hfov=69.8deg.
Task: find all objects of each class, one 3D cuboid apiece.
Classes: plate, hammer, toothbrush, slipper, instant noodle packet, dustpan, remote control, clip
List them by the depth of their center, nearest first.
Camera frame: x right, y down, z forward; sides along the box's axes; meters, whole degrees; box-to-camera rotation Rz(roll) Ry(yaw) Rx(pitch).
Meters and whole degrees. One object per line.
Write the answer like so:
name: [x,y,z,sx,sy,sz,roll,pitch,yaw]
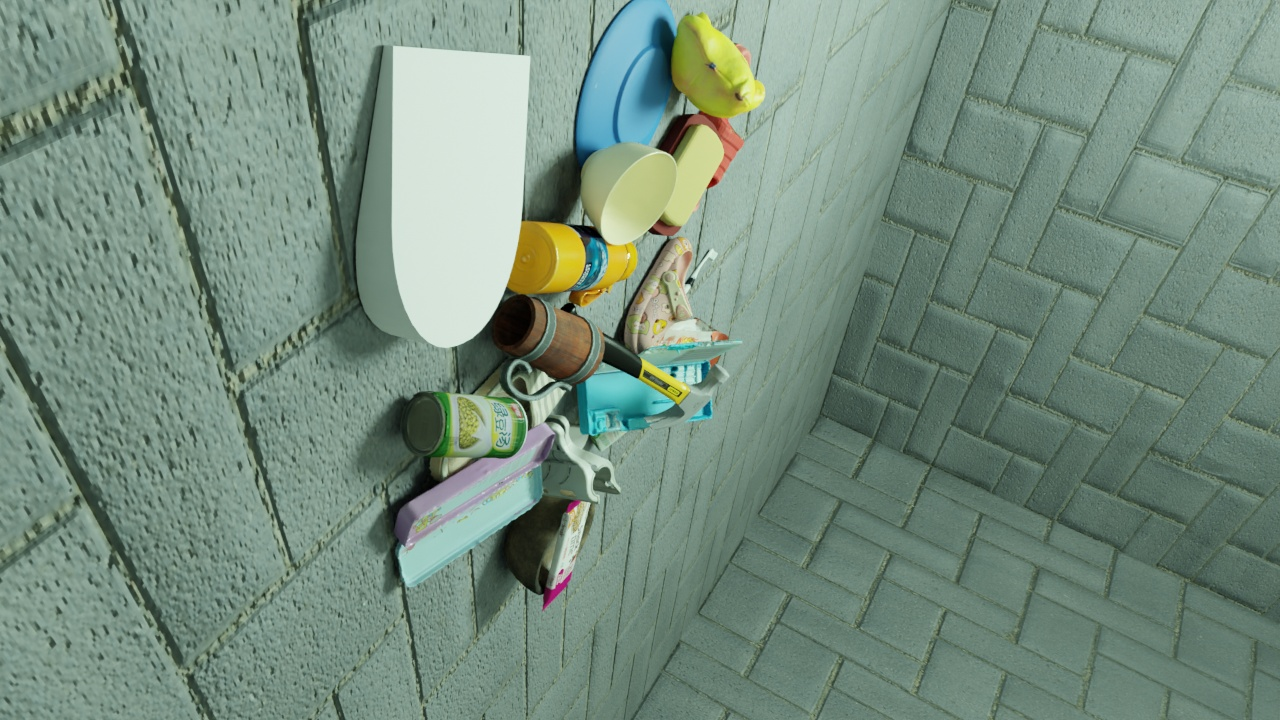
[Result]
dustpan: [-0.179,-0.142,0.818,0.191,0.053,0.258,-30,130,-60]
plate: [-0.005,-0.308,1.070,0.223,0.024,0.225,-53,158,-32]
slipper: [-0.152,0.053,1.095,0.271,0.054,0.115,-44,147,-46]
hammer: [-0.007,0.007,1.216,0.127,0.029,0.323,-49,138,9]
clip: [-0.110,0.145,1.227,0.152,0.127,0.105,55,49,-44]
slipper: [0.118,-0.330,1.330,0.103,0.059,0.249,-8,120,-69]
remote control: [-0.108,0.115,1.348,0.043,0.013,0.136,-65,162,1]
slipper: [0.043,-0.092,1.393,0.197,0.081,0.093,-65,161,-5]
toothbrush: [0.082,-0.124,1.557,0.186,0.017,0.012,-55,171,-27]
instant noodle packet: [0.037,0.013,1.559,0.220,0.084,0.164,-3,122,-57]

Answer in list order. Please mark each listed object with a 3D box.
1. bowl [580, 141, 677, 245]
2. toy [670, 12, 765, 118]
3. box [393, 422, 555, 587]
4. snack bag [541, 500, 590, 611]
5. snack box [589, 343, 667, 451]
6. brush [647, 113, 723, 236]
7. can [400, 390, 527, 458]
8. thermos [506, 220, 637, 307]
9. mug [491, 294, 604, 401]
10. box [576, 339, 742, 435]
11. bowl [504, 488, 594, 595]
bowl: [-0.026,-0.200,1.036,0.117,0.074,0.118,-38,152,-24]
toy: [0.085,-0.353,1.124,0.087,0.134,0.193,-35,-174,15]
box: [-0.193,0.167,1.075,0.213,0.041,0.152,-31,147,-37]
snack bag: [-0.105,0.271,1.322,0.070,0.016,0.197,-38,147,-57]
snack box: [-0.013,0.060,1.432,0.168,0.027,0.132,-38,155,-12]
brush: [0.056,-0.249,1.232,0.082,0.042,0.173,40,73,-40]
can: [-0.180,0.068,0.953,0.120,0.067,0.067,8,106,-53]
thermos: [-0.080,-0.112,1.047,0.092,0.076,0.232,-45,169,20]
mug: [-0.109,-0.008,1.030,0.111,0.082,0.117,26,71,-49]
box: [0.020,0.024,1.330,0.226,0.086,0.169,-6,128,-35]
bowl: [-0.139,0.258,1.355,0.161,0.070,0.162,-53,158,-32]
